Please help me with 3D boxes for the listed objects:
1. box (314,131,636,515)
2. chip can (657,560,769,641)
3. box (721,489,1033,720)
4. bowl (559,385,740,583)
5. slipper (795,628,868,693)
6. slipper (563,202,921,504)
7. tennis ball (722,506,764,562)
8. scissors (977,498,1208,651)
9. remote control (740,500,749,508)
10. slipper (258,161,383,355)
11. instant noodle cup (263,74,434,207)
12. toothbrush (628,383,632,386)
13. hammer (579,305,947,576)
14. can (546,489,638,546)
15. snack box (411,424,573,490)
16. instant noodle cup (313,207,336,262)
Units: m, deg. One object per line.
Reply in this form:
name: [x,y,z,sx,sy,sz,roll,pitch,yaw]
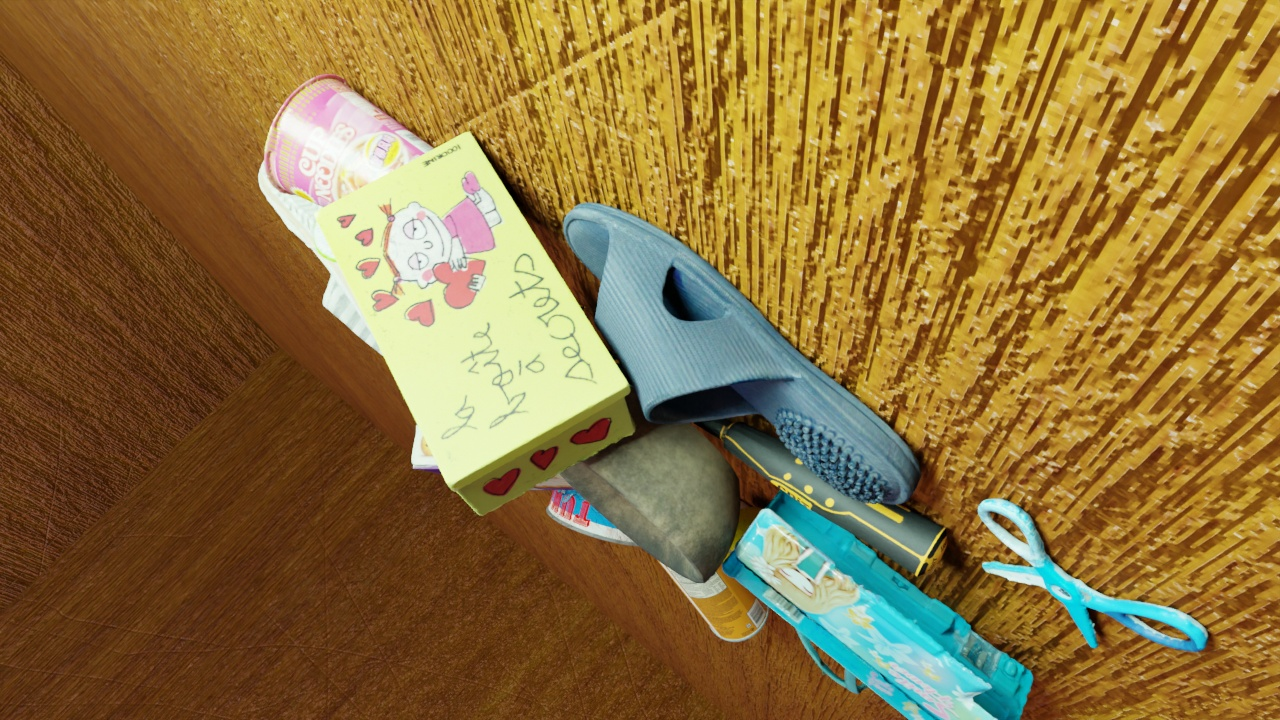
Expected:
box: [-0.105,-0.025,0.587,0.221,0.124,0.083,59,173,27]
chip can: [0.070,0.220,0.983,0.075,0.075,0.215,24,156,43]
box: [0.164,0.190,0.639,0.227,0.086,0.169,37,-172,13]
bowl: [0.005,0.083,0.667,0.162,0.070,0.162,38,164,12]
slipper: [0.179,0.262,0.898,0.269,0.054,0.098,52,162,-25]
slipper: [0.042,0.015,0.551,0.263,0.082,0.101,39,165,4]
tennis ball: [0.099,0.160,0.797,0.065,0.065,0.065,37,162,14]
scissors: [0.243,0.126,0.510,0.140,0.011,0.134,13,145,54]
remote control: [0.060,0.125,0.876,0.126,0.018,0.038,31,159,32]
slipper: [-0.253,-0.089,0.871,0.272,0.114,0.054,54,148,-13]
instant noodle cup: [-0.200,-0.141,0.676,0.108,0.097,0.098,31,161,10]
toothbrush: [-0.004,0.004,0.732,0.022,0.017,0.135,37,164,10]
hammer: [0.062,0.049,0.640,0.321,0.036,0.123,30,162,25]
can: [-0.035,0.161,1.010,0.130,0.044,0.130,16,-177,-1]
snack box: [-0.099,0.087,0.812,0.144,0.040,0.148,-4,163,28]
instant noodle cup: [-0.211,-0.098,0.800,0.099,0.098,0.108,29,167,34]
